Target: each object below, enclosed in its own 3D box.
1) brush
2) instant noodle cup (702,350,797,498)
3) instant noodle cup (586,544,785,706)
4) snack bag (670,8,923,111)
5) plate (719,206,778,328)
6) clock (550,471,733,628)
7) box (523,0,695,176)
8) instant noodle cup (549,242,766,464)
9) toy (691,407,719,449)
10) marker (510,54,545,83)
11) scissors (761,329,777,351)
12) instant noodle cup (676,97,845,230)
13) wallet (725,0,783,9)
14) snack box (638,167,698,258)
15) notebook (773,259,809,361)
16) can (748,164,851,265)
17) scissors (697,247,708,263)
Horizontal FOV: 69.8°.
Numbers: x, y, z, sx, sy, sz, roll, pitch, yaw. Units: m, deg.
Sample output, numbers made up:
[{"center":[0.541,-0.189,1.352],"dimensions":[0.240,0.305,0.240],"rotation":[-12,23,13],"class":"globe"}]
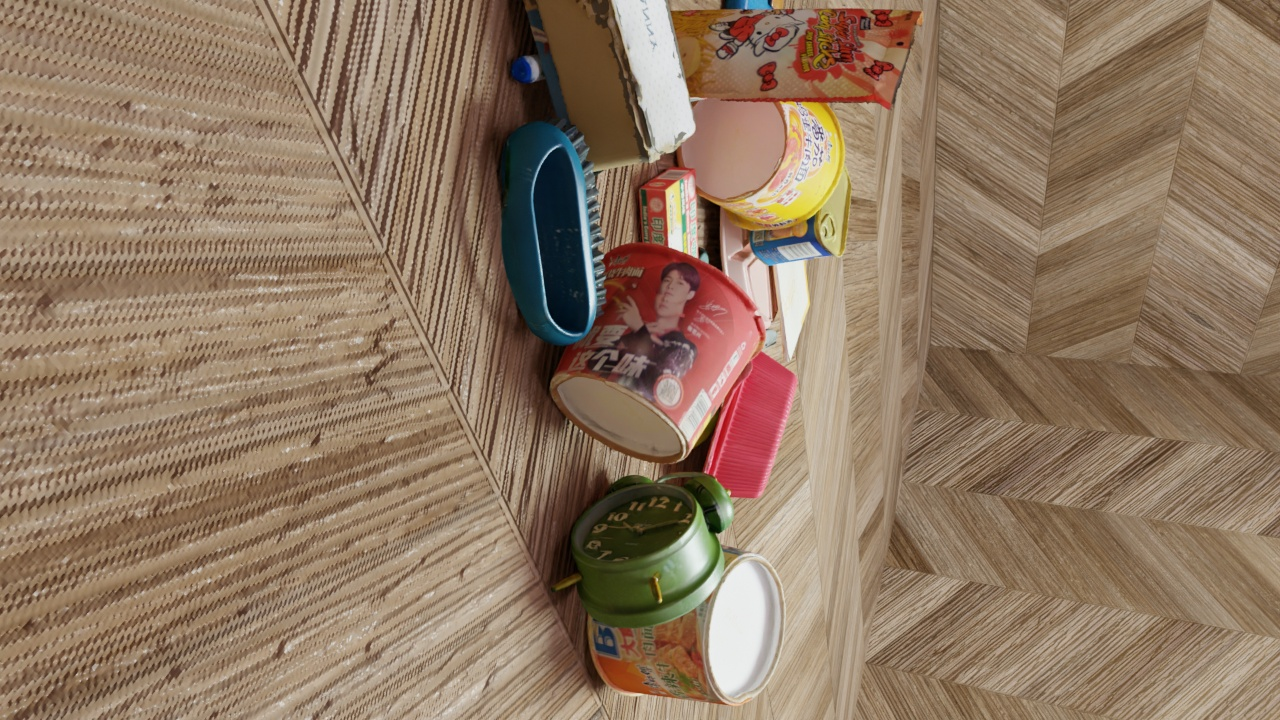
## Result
[{"center":[-0.058,-0.074,0.566],"dimensions":[0.073,0.055,0.144],"rotation":[-50,141,-56],"class":"brush"},{"center":[0.113,0.070,0.946],"dimensions":[0.193,0.066,0.194],"rotation":[19,89,-81],"class":"instant noodle cup"},{"center":[0.046,0.217,0.774],"dimensions":[0.151,0.112,0.151],"rotation":[1,88,-50],"class":"instant noodle cup"},{"center":[0.107,-0.238,0.721],"dimensions":[0.073,0.208,0.128],"rotation":[72,34,-43],"class":"snack bag"},{"center":[0.132,-0.142,1.022],"dimensions":[0.229,0.028,0.229],"rotation":[1,90,-68],"class":"plate"},{"center":[0.009,0.136,0.716],"dimensions":[0.160,0.116,0.056],"rotation":[-49,129,-50],"class":"clock"},{"center":[-0.020,-0.202,0.576],"dimensions":[0.089,0.064,0.184],"rotation":[-46,129,-56],"class":"box"},{"center":[0.007,0.000,0.655],"dimensions":[0.108,0.138,0.138],"rotation":[-61,150,-27],"class":"instant noodle cup"},{"center":[0.062,0.043,0.899],"dimensions":[0.096,0.031,0.100],"rotation":[9,99,-67],"class":"toy"},{"center":[-0.045,-0.200,0.614],"dimensions":[0.145,0.017,0.017],"rotation":[-42,134,-58],"class":"marker"},{"center":[0.139,-0.003,1.123],"dimensions":[0.209,0.015,0.182],"rotation":[57,43,-57],"class":"scissors"},{"center":[0.105,-0.193,0.841],"dimensions":[0.109,0.138,0.138],"rotation":[-7,103,-59],"class":"instant noodle cup"},{"center":[0.116,-0.374,0.936],"dimensions":[0.106,0.040,0.133],"rotation":[-17,112,-61],"class":"wallet"},{"center":[0.027,-0.084,0.810],"dimensions":[0.076,0.027,0.156],"rotation":[-48,139,-57],"class":"snack box"},{"center":[0.174,-0.123,1.079],"dimensions":[0.145,0.010,0.206],"rotation":[-59,143,-53],"class":"notebook"},{"center":[0.160,-0.150,0.926],"dimensions":[0.057,0.083,0.102],"rotation":[30,63,-46],"class":"can"},{"center":[0.073,-0.049,0.946],"dimensions":[0.169,0.019,0.175],"rotation":[-53,142,-54],"class":"scissors"}]
